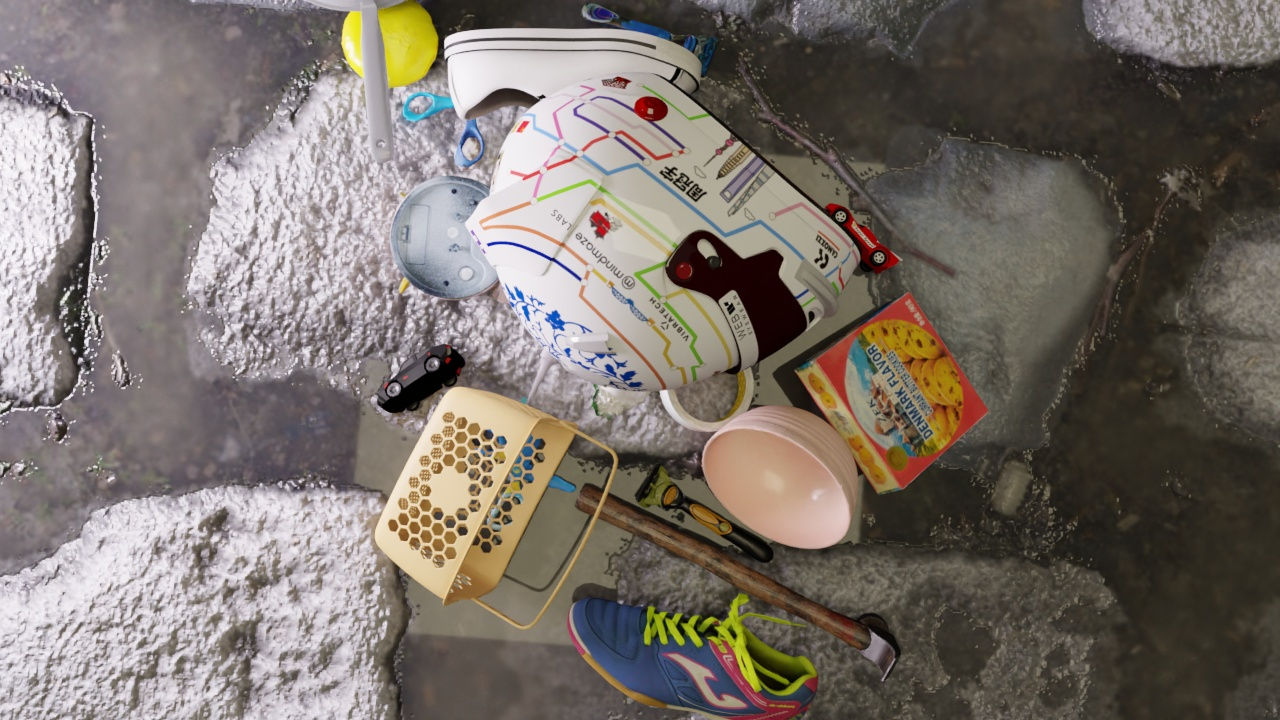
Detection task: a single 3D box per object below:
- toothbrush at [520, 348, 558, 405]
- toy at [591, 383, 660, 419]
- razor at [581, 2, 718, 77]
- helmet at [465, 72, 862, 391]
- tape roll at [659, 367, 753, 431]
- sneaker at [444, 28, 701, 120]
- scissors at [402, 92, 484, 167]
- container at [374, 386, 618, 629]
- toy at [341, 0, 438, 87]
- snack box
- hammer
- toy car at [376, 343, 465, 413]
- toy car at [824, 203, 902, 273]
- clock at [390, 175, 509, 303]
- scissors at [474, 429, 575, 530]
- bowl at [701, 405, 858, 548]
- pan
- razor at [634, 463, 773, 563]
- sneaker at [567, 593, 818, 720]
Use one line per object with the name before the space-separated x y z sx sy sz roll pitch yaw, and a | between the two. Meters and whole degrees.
toothbrush | -0.077 -0.031 0.908 0.019 0.018 0.188 26 88 2
toy | -0.005 0.005 0.899 0.108 0.041 0.095 -9 87 -17
razor | 0.006 -0.328 0.921 0.141 0.018 0.044 20 88 0
helmet | 0.009 -0.087 0.786 0.314 0.231 0.236 38 84 -11
tape roll | 0.065 0.023 0.893 0.094 0.019 0.094 2 84 -20
sneaker | -0.064 -0.256 0.880 0.245 0.091 0.097 1 91 -6
scissors | -0.168 -0.251 0.920 0.129 0.014 0.119 -26 85 -7
container | -0.125 0.131 0.836 0.167 0.129 0.183 28 90 12
toy | -0.247 -0.316 0.905 0.094 0.041 0.095 1 88 -5
snack box | 0.241 0.030 0.873 0.144 0.040 0.142 -33 89 -28
hammer | 0.088 0.202 0.867 0.330 0.120 0.033 25 92 6
toy car | -0.216 0.016 0.894 0.091 0.042 0.036 -33 63 -1
toy car | 0.215 -0.121 0.906 0.025 0.038 0.089 -43 89 -5
clock | -0.159 -0.114 0.890 0.158 0.059 0.117 3 89 -1
scissors | -0.124 0.109 0.905 0.125 0.013 0.130 20 92 1
bowl | 0.140 0.097 0.859 0.153 0.153 0.075 40 53 1
pan | -0.261 -0.357 0.871 0.201 0.051 0.356 -8 73 -2
razor | 0.067 0.155 0.895 0.144 0.021 0.044 31 70 2
sneaker | 0.052 0.267 0.865 0.242 0.116 0.091 23 116 -4
